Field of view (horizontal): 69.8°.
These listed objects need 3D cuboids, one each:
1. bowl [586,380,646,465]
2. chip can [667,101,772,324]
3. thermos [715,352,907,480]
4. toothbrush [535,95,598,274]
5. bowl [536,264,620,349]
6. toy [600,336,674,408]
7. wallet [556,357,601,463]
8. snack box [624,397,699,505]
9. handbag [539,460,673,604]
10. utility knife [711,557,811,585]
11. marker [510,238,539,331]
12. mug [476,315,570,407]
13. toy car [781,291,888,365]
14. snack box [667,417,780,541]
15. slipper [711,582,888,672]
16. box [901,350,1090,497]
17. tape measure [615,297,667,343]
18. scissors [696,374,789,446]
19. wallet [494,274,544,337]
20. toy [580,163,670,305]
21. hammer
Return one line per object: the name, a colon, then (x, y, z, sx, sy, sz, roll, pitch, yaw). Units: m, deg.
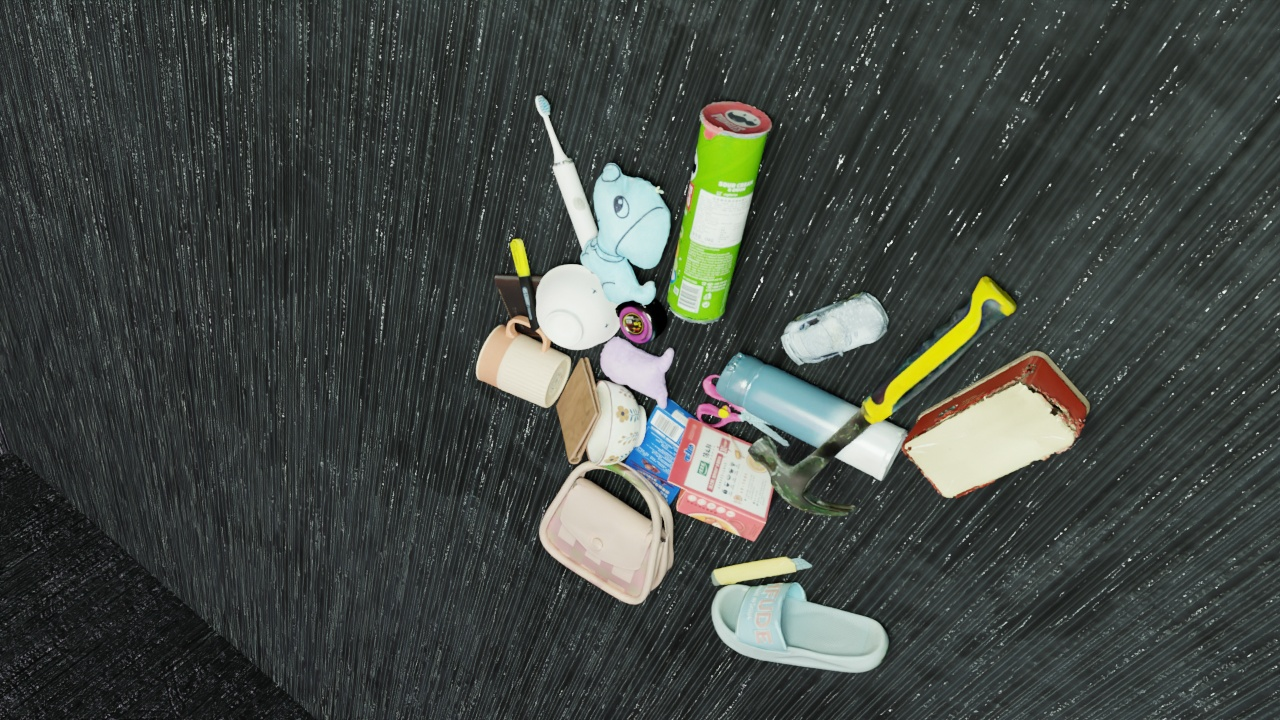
bowl: (-0.030, 0.085, 1.226, 0.062, 0.113, 0.114, 5, 137, -19)
chip can: (0.079, -0.151, 0.979, 0.072, 0.072, 0.237, 27, 133, 20)
thermos: (0.191, 0.060, 1.052, 0.220, 0.070, 0.070, 27, 133, 21)
toothbrush: (-0.083, -0.208, 1.097, 0.026, 0.026, 0.221, 17, 132, 56)
bowl: (-0.088, -0.055, 1.161, 0.118, 0.064, 0.118, 9, 124, 14)
toy: (-0.007, 0.007, 1.184, 0.108, 0.038, 0.084, 24, 117, 28)
wallet: (-0.084, 0.068, 1.258, 0.116, 0.020, 0.101, 117, 147, -41)
snack box: (0.036, 0.125, 1.242, 0.084, 0.026, 0.158, 36, 135, 10)
handbag: (-0.038, 0.226, 1.322, 0.193, 0.093, 0.235, 30, 135, 16)
utility knife: (0.162, 0.293, 1.272, 0.174, 0.018, 0.031, -20, 111, 45)
marker: (-0.151, -0.099, 1.207, 0.018, 0.015, 0.124, -9, 94, 41)
mug: (-0.156, -0.004, 1.256, 0.106, 0.081, 0.115, 24, 121, 12)
toy car: (0.209, -0.032, 0.992, 0.121, 0.036, 0.054, -24, 103, 42)
snack box: (0.098, 0.145, 1.125, 0.127, 0.113, 0.044, 23, 134, 1)
slipper: (0.205, 0.347, 1.221, 0.246, 0.103, 0.074, 6, 126, 30)
box: (0.353, 0.074, 0.924, 0.091, 0.079, 0.169, 48, 137, 0)
tape measure: (0.004, -0.052, 1.133, 0.057, 0.039, 0.058, -20, 101, 42)
scissors: (0.131, 0.060, 1.134, 0.137, 0.017, 0.096, 10, 119, 27)
wallet: (-0.137, -0.072, 1.242, 0.122, 0.020, 0.096, 6, 123, 37)
toy: (-0.015, -0.145, 1.068, 0.157, 0.049, 0.161, -28, 98, 37)
hammer: (0.253, 0.044, 0.948, 0.126, 0.031, 0.324, 51, 121, 16)
